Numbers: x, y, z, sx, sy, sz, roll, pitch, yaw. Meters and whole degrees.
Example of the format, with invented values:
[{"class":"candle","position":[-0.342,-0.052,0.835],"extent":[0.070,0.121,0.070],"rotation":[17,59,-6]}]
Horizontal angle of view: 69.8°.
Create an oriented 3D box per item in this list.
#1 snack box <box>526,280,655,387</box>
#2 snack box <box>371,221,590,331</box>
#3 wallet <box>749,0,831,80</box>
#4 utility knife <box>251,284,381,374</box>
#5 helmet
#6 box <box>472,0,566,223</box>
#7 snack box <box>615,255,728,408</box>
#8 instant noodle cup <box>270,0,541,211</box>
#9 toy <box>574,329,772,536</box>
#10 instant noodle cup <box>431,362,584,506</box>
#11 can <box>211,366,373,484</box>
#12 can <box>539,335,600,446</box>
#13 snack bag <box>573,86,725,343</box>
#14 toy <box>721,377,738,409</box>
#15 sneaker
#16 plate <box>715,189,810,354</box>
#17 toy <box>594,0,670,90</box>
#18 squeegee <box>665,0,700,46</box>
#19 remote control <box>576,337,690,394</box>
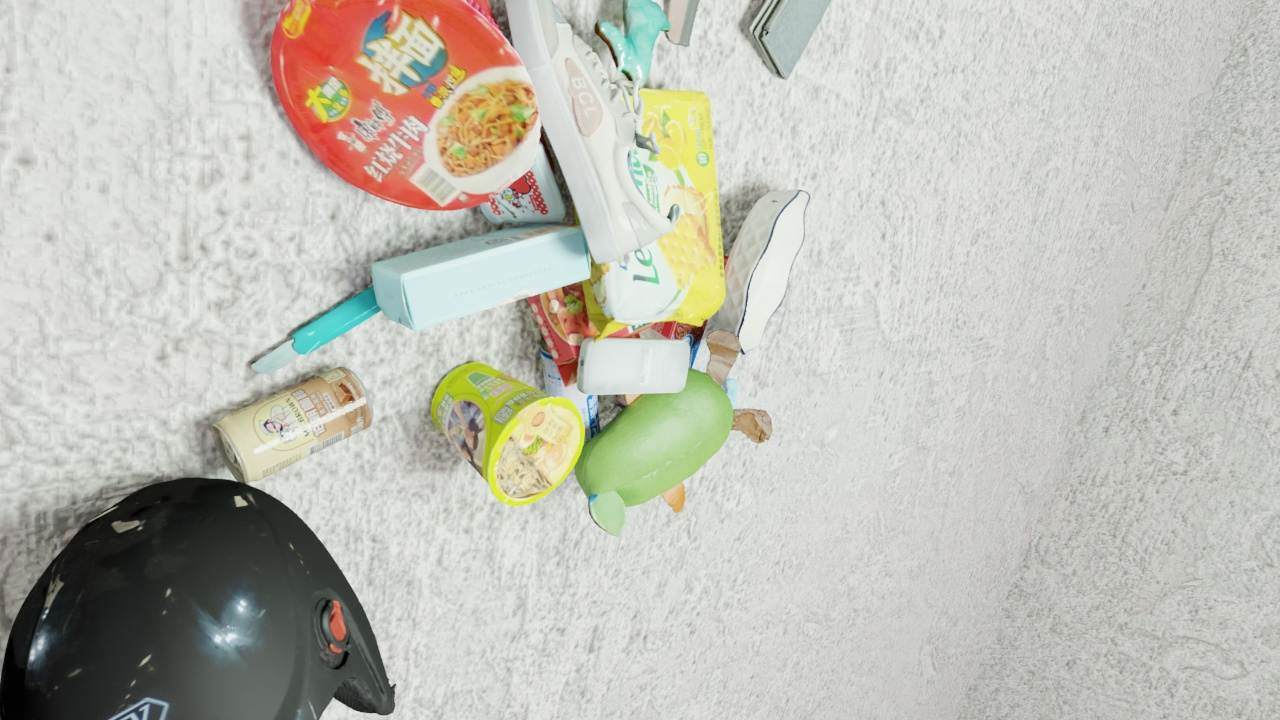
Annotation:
[{"class":"snack box","position":[-0.047,-0.053,0.916],"extent":[0.113,0.044,0.127],"rotation":[-26,96,-36]},{"class":"snack box","position":[-0.135,-0.077,0.791],"extent":[0.174,0.074,0.052],"rotation":[-20,111,-29]},{"class":"wallet","position":[0.168,-0.389,1.001],"extent":[0.129,0.037,0.106],"rotation":[-60,152,1]},{"class":"utility knife","position":[-0.245,-0.042,0.777],"extent":[0.186,0.013,0.029],"rotation":[-38,133,-28]},{"class":"helmet","position":[-0.323,0.212,0.653],"extent":[0.233,0.275,0.230],"rotation":[-25,105,-8]},{"class":"box","position":[-0.116,-0.202,0.754],"extent":[0.095,0.098,0.202],"rotation":[-43,139,-20]},{"class":"snack box","position":[0.034,-0.033,1.057],"extent":[0.057,0.058,0.208],"rotation":[3,111,-46]},{"class":"instant noodle cup","position":[-0.162,-0.202,0.667],"extent":[0.194,0.194,0.065],"rotation":[70,22,-44]},{"class":"toy","position":[0.029,0.079,1.006],"extent":[0.246,0.090,0.227],"rotation":[-31,121,-21]},{"class":"instant noodle cup","position":[-0.135,0.060,0.875],"extent":[0.111,0.123,0.112],"rotation":[-28,133,-35]},{"class":"can","position":[-0.284,0.052,0.756],"extent":[0.116,0.058,0.059],"rotation":[-28,131,-34]},{"class":"can","position":[-0.074,0.034,0.981],"extent":[0.053,0.053,0.135],"rotation":[-31,133,-32]},{"class":"snack bag","position":[0.002,-0.148,0.886],"extent":[0.157,0.068,0.246],"rotation":[-10,97,-40]},{"class":"toy","position":[0.073,0.066,1.170],"extent":[0.161,0.050,0.156],"rotation":[-47,142,-24]},{"class":"sneaker","position":[-0.036,-0.207,0.762],"extent":[0.091,0.089,0.242],"rotation":[-20,96,4]},{"class":"plate","position":[0.143,-0.109,1.093],"extent":[0.204,0.045,0.205],"rotation":[-55,158,-35]},{"class":"toy","position":[-0.006,-0.292,0.823],"extent":[0.096,0.030,0.091],"rotation":[26,70,-51]},{"class":"squeegee","position":[-0.035,-0.378,0.781],"extent":[0.249,0.040,0.248],"rotation":[-20,144,-32]},{"class":"remote control","position":[-0.005,0.005,0.908],"extent":[0.135,0.020,0.056],"rotation":[0,100,-41]}]
